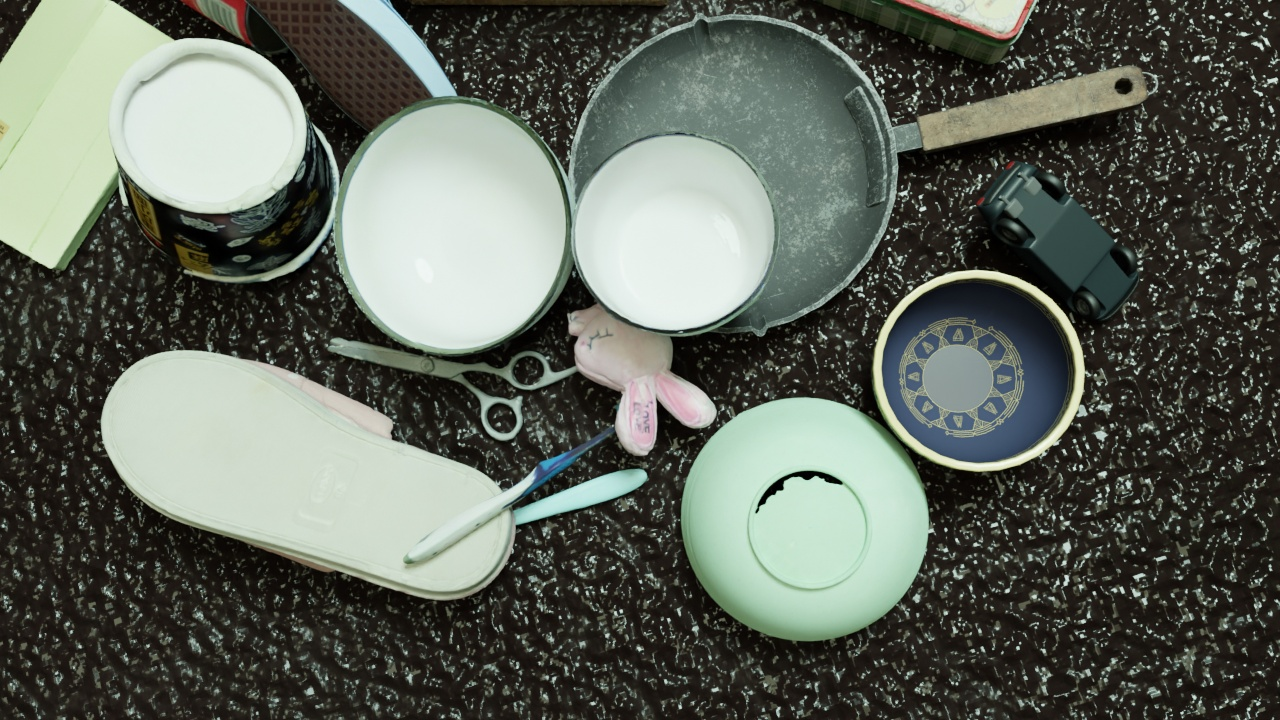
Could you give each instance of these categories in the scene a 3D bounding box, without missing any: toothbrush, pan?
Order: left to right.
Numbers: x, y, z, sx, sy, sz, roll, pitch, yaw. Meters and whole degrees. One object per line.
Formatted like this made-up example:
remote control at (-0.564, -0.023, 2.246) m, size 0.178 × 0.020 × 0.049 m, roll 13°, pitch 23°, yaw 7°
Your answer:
toothbrush at (-0.081, 0.101, 0.590) m, size 0.181 × 0.016 × 0.016 m, roll -19°, pitch 80°, yaw 4°
toothbrush at (-0.063, 0.068, 0.563) m, size 0.188 × 0.016 × 0.017 m, roll -33°, pitch 68°, yaw -17°
pan at (0.132, -0.130, 0.574) m, size 0.357 × 0.040 × 0.207 m, roll -10°, pitch 83°, yaw 6°

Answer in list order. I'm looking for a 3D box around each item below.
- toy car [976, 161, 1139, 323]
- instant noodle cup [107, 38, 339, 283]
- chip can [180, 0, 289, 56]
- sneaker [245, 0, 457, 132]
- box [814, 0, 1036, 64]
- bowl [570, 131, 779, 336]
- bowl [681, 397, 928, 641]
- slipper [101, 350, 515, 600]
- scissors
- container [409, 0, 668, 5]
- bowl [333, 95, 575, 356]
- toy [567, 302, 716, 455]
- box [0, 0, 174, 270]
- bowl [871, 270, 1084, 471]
toy car at (0.247, -0.069, 0.543) m, size 0.112 × 0.034 × 0.046 m, roll 39°, pitch 92°, yaw -15°
instant noodle cup at (-0.260, -0.126, 0.567) m, size 0.137 × 0.112 × 0.137 m, roll 2°, pitch 82°, yaw -16°
chip can at (-0.336, -0.300, 0.640) m, size 0.233 × 0.073 × 0.073 m, roll 33°, pitch 89°, yaw 9°
sneaker at (-0.186, -0.240, 0.582) m, size 0.241 × 0.084 × 0.098 m, roll 46°, pitch 52°, yaw -22°
box at (0.159, -0.277, 0.581) m, size 0.205 × 0.050 × 0.117 m, roll 26°, pitch 87°, yaw 11°
bowl at (0.022, -0.067, 0.532) m, size 0.116 × 0.065 × 0.116 m, roll -1°, pitch 84°, yaw 8°
bowl at (0.096, 0.094, 0.535) m, size 0.151 × 0.077 × 0.151 m, roll -1°, pitch 84°, yaw 7°
slipper at (-0.209, 0.074, 0.583) m, size 0.274 × 0.054 × 0.114 m, roll 22°, pitch 71°, yaw 5°
scissors at (-0.124, -0.002, 0.608) m, size 0.170 × 0.014 × 0.095 m, roll 34°, pitch 91°, yaw 7°
container at (-0.072, -0.306, 0.583) m, size 0.198 × 0.114 × 0.112 m, roll 2°, pitch 81°, yaw 7°
bowl at (-0.107, -0.081, 0.576) m, size 0.153 × 0.072 × 0.153 m, roll 1°, pitch 95°, yaw 13°
toy at (-0.003, 0.003, 0.565) m, size 0.063 × 0.047 × 0.110 m, roll -23°, pitch 68°, yaw -22°
box at (-0.420, -0.175, 0.656) m, size 0.141 × 0.044 × 0.187 m, roll 33°, pitch 89°, yaw 12°
bowl at (0.191, 0.008, 0.538) m, size 0.112 × 0.061 × 0.112 m, roll -1°, pitch 84°, yaw 8°
